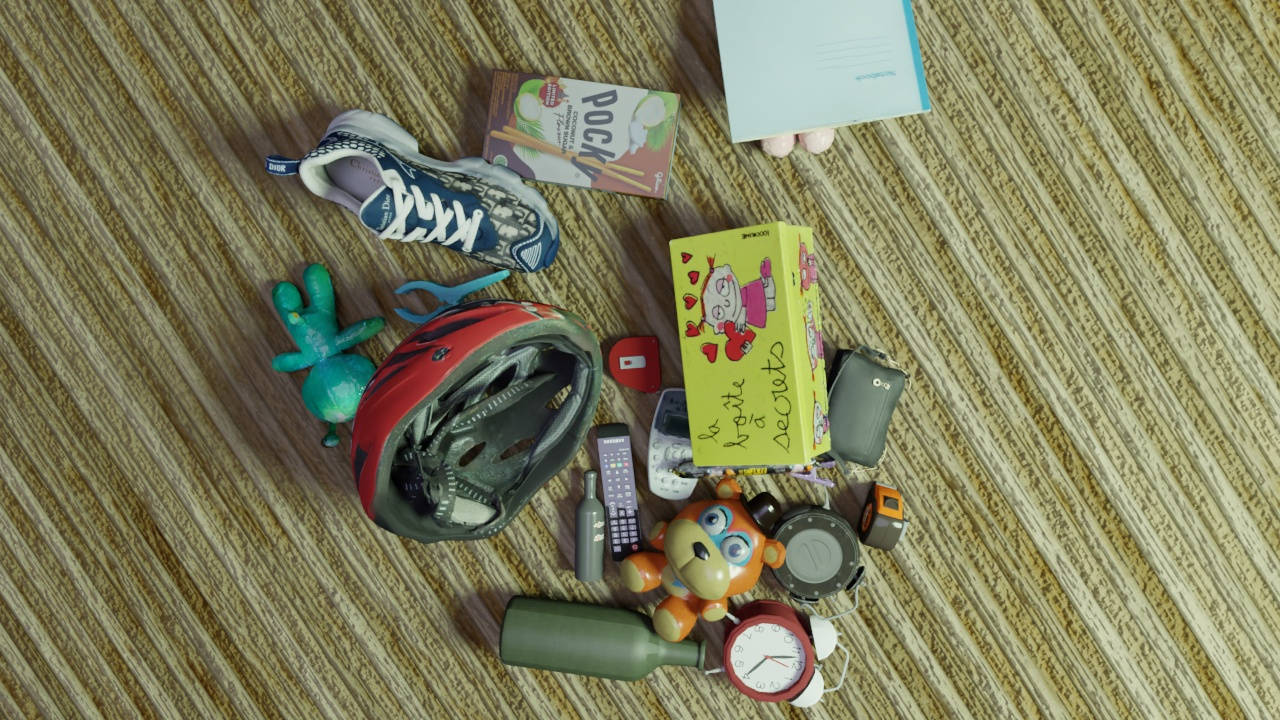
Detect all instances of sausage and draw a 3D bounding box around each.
[{"bbox_3d":[0.105,0.105,0.912,0.155,0.020,0.020,-3,95,-3],"label":"sausage"}]

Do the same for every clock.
[{"bbox_3d":[0.141,0.298,0.935,0.137,0.048,0.096,14,97,6],"label":"clock"},{"bbox_3d":[0.175,0.196,0.923,0.091,0.043,0.123,-23,92,9],"label":"clock"}]

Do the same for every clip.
[{"bbox_3d":[-0.194,-0.069,0.946,0.120,0.027,0.103,1,93,5],"label":"clip"},{"bbox_3d":[0.177,0.118,0.932,0.051,0.014,0.045,-24,95,5],"label":"clip"}]

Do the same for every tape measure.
[{"bbox_3d":[0.242,0.158,0.907,0.038,0.058,0.058,16,100,2],"label":"tape measure"},{"bbox_3d":[-0.006,0.005,0.936,0.051,0.019,0.059,-4,95,6],"label":"tape measure"}]

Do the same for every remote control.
[{"bbox_3d":[-0.020,0.139,0.952,0.033,0.015,0.147,-6,95,6],"label":"remote control"},{"bbox_3d":[0.038,0.085,0.935,0.060,0.028,0.114,12,96,4],"label":"remote control"}]

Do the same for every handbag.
[{"bbox_3d":[0.215,0.050,0.902,0.079,0.054,0.128,16,95,0],"label":"handbag"}]

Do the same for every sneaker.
[{"bbox_3d":[-0.212,-0.146,0.873,0.269,0.132,0.103,27,120,5],"label":"sneaker"}]

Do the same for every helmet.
[{"bbox_3d":[-0.157,0.049,0.870,0.272,0.217,0.167,-47,52,5],"label":"helmet"}]

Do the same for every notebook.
[{"bbox_3d":[0.159,-0.333,0.854,0.181,0.009,0.253,-8,77,6],"label":"notebook"}]

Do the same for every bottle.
[{"bbox_3d":[-0.053,0.170,0.951,0.030,0.030,0.113,2,96,6],"label":"bottle"},{"bbox_3d":[-0.037,0.289,0.941,0.207,0.071,0.071,6,96,5],"label":"bottle"}]

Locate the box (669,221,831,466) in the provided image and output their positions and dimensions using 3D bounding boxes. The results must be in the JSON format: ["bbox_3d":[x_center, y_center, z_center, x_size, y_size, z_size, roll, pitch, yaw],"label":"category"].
[{"bbox_3d":[0.105,-0.013,0.868,0.125,0.079,0.221,-2,92,34],"label":"box"}]

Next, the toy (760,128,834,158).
[{"bbox_3d":[0.149,-0.248,0.880,0.108,0.053,0.105,-3,99,6],"label":"toy"}]

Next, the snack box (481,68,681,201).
[{"bbox_3d":[-0.059,-0.224,0.913,0.186,0.031,0.101,9,96,5],"label":"snack box"}]

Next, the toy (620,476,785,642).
[{"bbox_3d":[0.067,0.192,0.909,0.176,0.096,0.112,-40,69,5],"label":"toy"}]

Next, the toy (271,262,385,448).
[{"bbox_3d":[-0.325,-0.004,0.947,0.131,0.072,0.193,-26,83,8],"label":"toy"}]
